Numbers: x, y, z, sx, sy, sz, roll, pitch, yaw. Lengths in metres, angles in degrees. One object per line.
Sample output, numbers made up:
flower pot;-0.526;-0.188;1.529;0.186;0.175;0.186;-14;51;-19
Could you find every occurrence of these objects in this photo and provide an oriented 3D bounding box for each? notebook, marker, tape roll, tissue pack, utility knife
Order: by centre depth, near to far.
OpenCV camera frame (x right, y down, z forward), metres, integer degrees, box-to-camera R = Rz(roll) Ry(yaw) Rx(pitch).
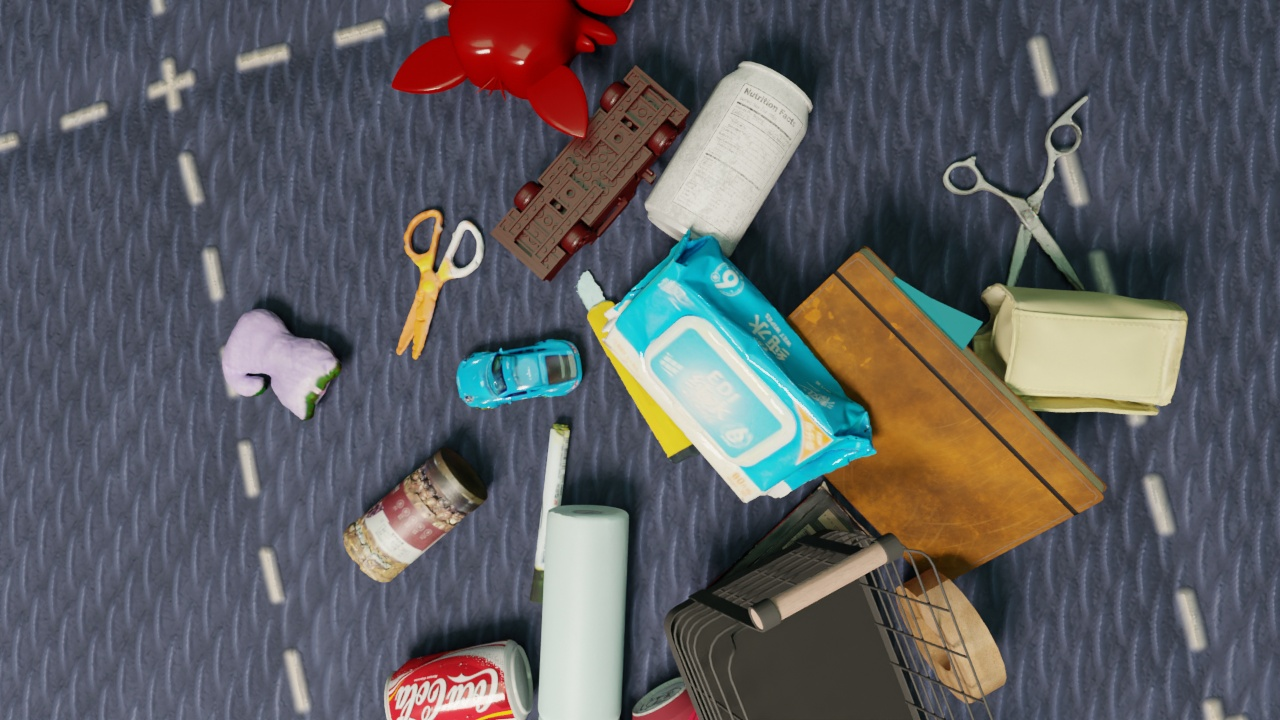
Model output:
notebook;0.190;0.039;0.671;0.249;0.014;0.179;46;133;4
tape roll;0.227;0.203;0.677;0.027;0.094;0.094;-27;87;-7
tissue pack;0.071;0.014;0.688;0.209;0.065;0.117;48;133;1
utility knife;-0.004;0.004;0.741;0.030;0.017;0.175;-30;87;-1
marker;-0.073;0.124;0.746;0.017;0.017;0.146;7;89;5

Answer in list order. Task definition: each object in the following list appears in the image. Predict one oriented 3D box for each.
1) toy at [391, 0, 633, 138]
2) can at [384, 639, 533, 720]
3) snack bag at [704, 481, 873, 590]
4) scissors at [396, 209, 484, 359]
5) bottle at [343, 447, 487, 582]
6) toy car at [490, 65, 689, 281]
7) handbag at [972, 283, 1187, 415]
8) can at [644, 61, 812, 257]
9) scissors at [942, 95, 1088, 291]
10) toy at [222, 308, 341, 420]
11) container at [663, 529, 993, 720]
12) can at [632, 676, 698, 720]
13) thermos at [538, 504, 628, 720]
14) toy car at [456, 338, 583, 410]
toy;-0.085;-0.275;0.702;0.158;0.120;0.197;17;81;3
can;-0.143;0.262;0.725;0.105;0.064;0.064;-13;88;5
snack bag;0.113;0.176;0.727;0.155;0.018;0.074;-43;87;4
scissors;-0.168;-0.058;0.760;0.073;0.012;0.131;11;89;5
bottle;-0.180;0.124;0.735;0.105;0.056;0.056;-40;86;4
toy car;-0.037;-0.142;0.723;0.070;0.062;0.170;42;93;4
handbag;0.314;-0.012;0.666;0.119;0.111;0.081;5;104;7
can;0.068;-0.152;0.706;0.078;0.078;0.136;32;92;5
scissors;0.310;-0.126;0.715;0.141;0.014;0.172;35;96;7
toy;-0.299;0.006;0.759;0.100;0.036;0.080;34;102;10
container;0.140;0.245;0.633;0.162;0.130;0.241;-23;94;-18
can;0.043;0.309;0.709;0.063;0.063;0.114;-30;87;4
thermos;-0.045;0.220;0.717;0.078;0.065;0.207;2;89;3
toy car;-0.099;0.012;0.742;0.105;0.032;0.048;-9;89;6
